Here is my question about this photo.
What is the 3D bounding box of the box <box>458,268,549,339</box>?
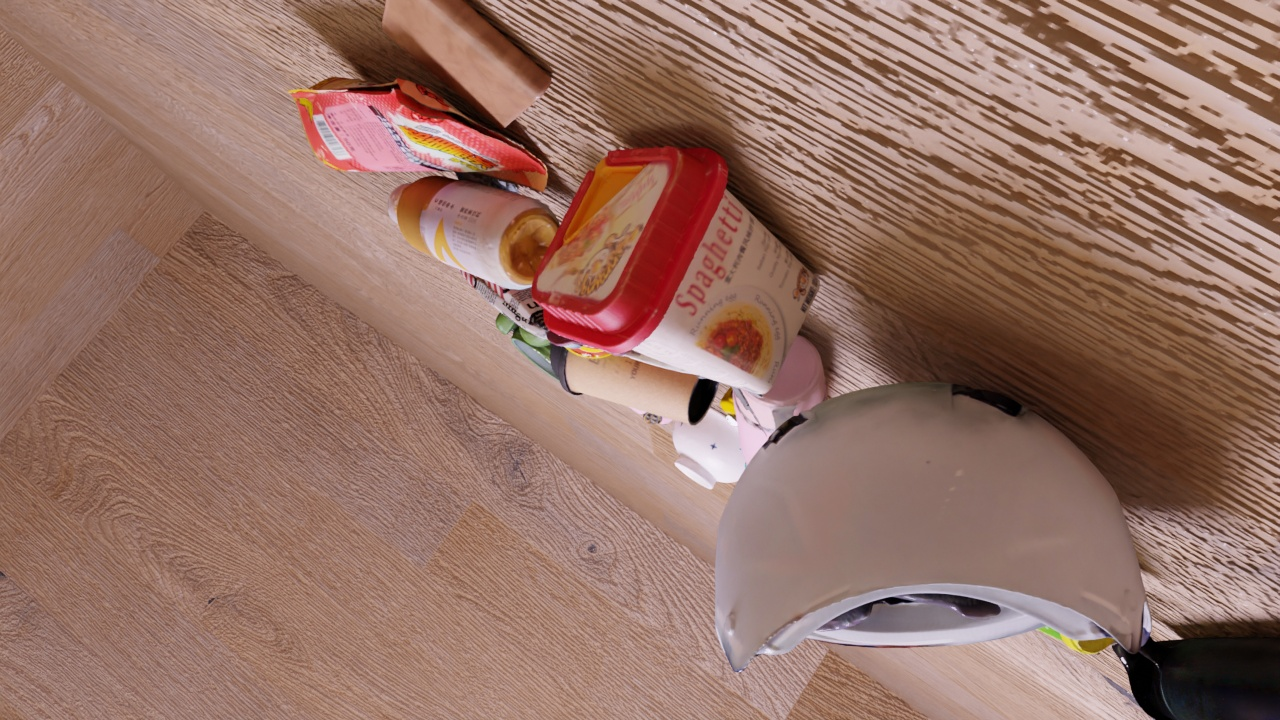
[{"bbox_3d":[-0.117,-0.068,0.896,0.164,0.068,0.052,39,132,31],"label":"box"}]

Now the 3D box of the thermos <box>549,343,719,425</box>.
[{"bbox_3d":[-0.005,0.005,0.824,0.143,0.093,0.093,22,163,25],"label":"thermos"}]

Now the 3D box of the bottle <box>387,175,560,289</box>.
[{"bbox_3d":[-0.137,-0.106,0.715,0.190,0.068,0.068,23,163,44],"label":"bottle"}]

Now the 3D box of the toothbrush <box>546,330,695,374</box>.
[{"bbox_3d":[-0.008,-0.006,0.643,0.017,0.016,0.188,26,170,-40],"label":"toothbrush"}]

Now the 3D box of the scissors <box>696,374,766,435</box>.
[{"bbox_3d":[0.051,-0.001,0.618,0.163,0.014,0.164,89,159,-69],"label":"scissors"}]

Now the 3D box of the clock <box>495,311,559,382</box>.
[{"bbox_3d":[-0.101,-0.026,1.033,0.161,0.056,0.116,44,164,-32],"label":"clock"}]

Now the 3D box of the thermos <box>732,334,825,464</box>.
[{"bbox_3d":[0.104,0.047,0.681,0.067,0.087,0.199,-7,160,5],"label":"thermos"}]

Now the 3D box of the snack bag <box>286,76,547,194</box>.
[{"bbox_3d":[-0.170,-0.168,0.669,0.208,0.073,0.128,18,173,45],"label":"snack bag"}]

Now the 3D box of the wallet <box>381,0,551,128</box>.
[{"bbox_3d":[-0.108,-0.184,0.548,0.101,0.020,0.115,39,171,-19],"label":"wallet"}]

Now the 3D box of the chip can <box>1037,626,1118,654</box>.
[{"bbox_3d":[0.242,0.139,0.676,0.072,0.072,0.221,43,166,-28],"label":"chip can"}]

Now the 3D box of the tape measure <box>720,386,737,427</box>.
[{"bbox_3d":[0.098,0.049,0.830,0.060,0.029,0.057,39,168,-12],"label":"tape measure"}]

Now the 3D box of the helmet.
[{"bbox_3d":[0.150,0.092,0.517,0.229,0.145,0.258,-10,161,20],"label":"helmet"}]

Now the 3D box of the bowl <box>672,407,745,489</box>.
[{"bbox_3d":[0.075,0.101,1.006,0.118,0.064,0.118,35,168,8],"label":"bowl"}]

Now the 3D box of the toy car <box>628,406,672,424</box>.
[{"bbox_3d":[-0.011,0.026,0.990,0.122,0.037,0.056,31,-155,-21],"label":"toy car"}]

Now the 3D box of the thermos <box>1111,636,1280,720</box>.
[{"bbox_3d":[0.365,0.194,0.546,0.090,0.068,0.243,29,167,9],"label":"thermos"}]

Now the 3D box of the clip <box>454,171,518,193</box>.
[{"bbox_3d":[-0.124,-0.144,0.739,0.058,0.038,0.026,29,161,19],"label":"clip"}]

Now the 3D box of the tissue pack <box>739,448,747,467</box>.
[{"bbox_3d":[0.160,0.114,0.855,0.133,0.050,0.093,38,169,-6],"label":"tissue pack"}]

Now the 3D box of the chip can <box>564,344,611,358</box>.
[{"bbox_3d":[-0.028,-0.055,0.687,0.073,0.073,0.217,36,167,0],"label":"chip can"}]

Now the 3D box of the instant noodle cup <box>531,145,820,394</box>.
[{"bbox_3d":[0.024,-0.044,0.515,0.124,0.116,0.117,30,173,-33],"label":"instant noodle cup"}]
